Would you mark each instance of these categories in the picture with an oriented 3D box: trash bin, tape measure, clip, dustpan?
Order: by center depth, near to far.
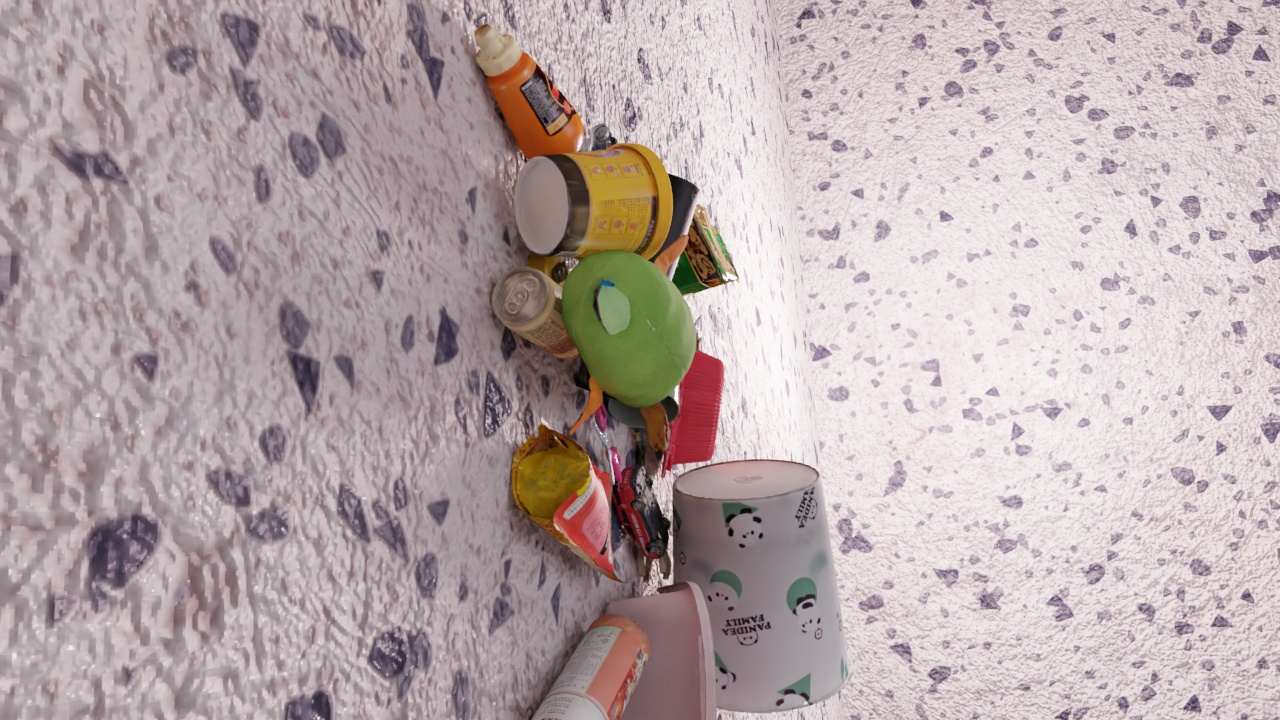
[{"bbox_3d":[-0.089,-0.084,0.915,0.057,0.029,0.060,-64,143,-58],"label":"tape measure"},{"bbox_3d":[0.049,0.355,1.001,0.273,0.139,0.222,38,47,-65],"label":"dustpan"},{"bbox_3d":[0.017,0.227,1.133,0.099,0.035,0.070,-90,163,-47],"label":"clip"},{"bbox_3d":[0.140,0.267,1.143,0.229,0.230,0.252,-29,115,-71],"label":"trash bin"}]

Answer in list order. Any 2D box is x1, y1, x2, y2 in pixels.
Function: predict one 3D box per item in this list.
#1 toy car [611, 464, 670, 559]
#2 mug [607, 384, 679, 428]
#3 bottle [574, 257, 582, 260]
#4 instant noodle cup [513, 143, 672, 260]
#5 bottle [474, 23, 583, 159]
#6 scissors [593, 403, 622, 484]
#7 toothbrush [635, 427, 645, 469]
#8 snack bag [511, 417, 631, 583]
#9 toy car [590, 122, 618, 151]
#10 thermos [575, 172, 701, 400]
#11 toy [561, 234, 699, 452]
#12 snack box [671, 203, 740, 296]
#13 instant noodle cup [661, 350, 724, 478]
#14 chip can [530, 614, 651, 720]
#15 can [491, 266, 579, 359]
[{"bbox_3d":[0.001,0.178,1.070,0.052,0.045,0.120,-65,139,-55],"label":"toy car"},{"bbox_3d":[-0.006,0.006,1.079,0.124,0.084,0.103,36,43,-33],"label":"mug"},{"bbox_3d":[-0.034,-0.149,1.055,0.218,0.065,0.065,-45,126,-68],"label":"bottle"},{"bbox_3d":[-0.049,-0.149,0.881,0.114,0.119,0.118,-10,94,-39],"label":"instant noodle cup"},{"bbox_3d":[-0.110,-0.253,0.869,0.149,0.067,0.066,54,33,-45],"label":"bottle"},{"bbox_3d":[-0.038,0.084,0.984,0.133,0.017,0.133,69,6,-64],"label":"scissors"},{"bbox_3d":[0.003,0.106,1.149,0.012,0.017,0.185,29,56,-64],"label":"toothbrush"},{"bbox_3d":[-0.055,0.139,0.889,0.208,0.073,0.128,60,15,-62],"label":"snack bag"},{"bbox_3d":[-0.044,-0.241,1.108,0.043,0.034,0.090,22,61,-67],"label":"toy car"},{"bbox_3d":[-0.007,-0.080,0.972,0.090,0.068,0.242,30,77,-68],"label":"thermos"},{"bbox_3d":[-0.004,-0.023,0.869,0.226,0.090,0.247,-64,150,-17],"label":"toy"},{"bbox_3d":[0.056,-0.133,1.221,0.117,0.106,0.118,66,18,7],"label":"snack box"},{"bbox_3d":[0.070,0.061,1.201,0.194,0.066,0.194,16,81,-89],"label":"instant noodle cup"},{"bbox_3d":[-0.050,0.307,0.819,0.214,0.071,0.071,-41,123,-70],"label":"chip can"},{"bbox_3d":[-0.088,-0.042,0.852,0.116,0.059,0.058,38,47,-66],"label":"can"}]
